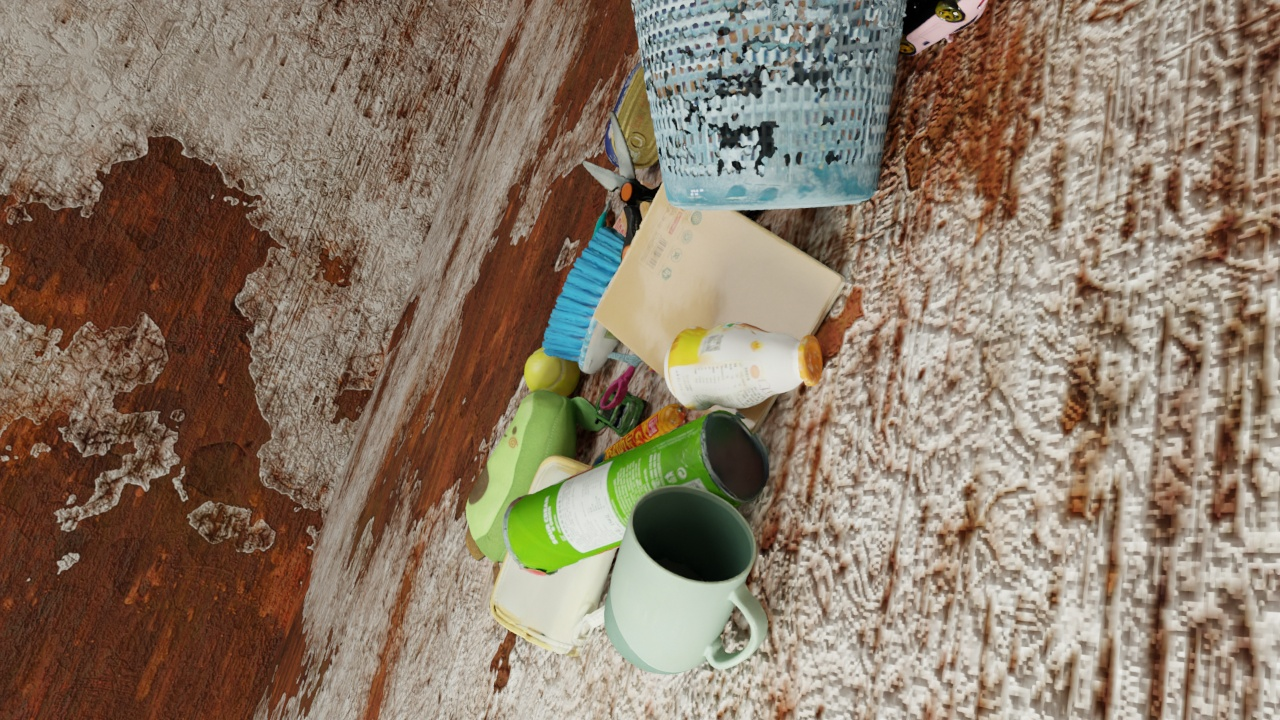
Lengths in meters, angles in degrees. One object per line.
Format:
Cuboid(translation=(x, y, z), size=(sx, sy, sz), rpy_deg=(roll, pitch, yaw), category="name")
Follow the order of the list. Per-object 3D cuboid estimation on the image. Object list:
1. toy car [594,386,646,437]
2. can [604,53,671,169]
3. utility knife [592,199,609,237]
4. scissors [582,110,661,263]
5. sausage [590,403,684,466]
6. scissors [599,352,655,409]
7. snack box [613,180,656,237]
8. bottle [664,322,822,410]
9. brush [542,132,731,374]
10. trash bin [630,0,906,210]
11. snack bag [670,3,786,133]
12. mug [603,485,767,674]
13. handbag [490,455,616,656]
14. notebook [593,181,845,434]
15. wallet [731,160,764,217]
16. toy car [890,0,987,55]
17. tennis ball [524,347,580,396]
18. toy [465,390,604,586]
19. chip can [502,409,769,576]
Cuboid(translation=(-0.024, 0.049, 0.907), size=(0.043, 0.036, 0.091), rpy_deg=(-69, 18, 0), category="toy car")
Cuboid(translation=(0.007, -0.303, 1.116), size=(0.148, 0.074, 0.049), rpy_deg=(-68, 19, 1), category="can")
Cuboid(translation=(-0.051, -0.166, 1.161), size=(0.029, 0.013, 0.209), rpy_deg=(-59, 12, 27), category="utility knife")
Cuboid(translation=(0.005, -0.159, 0.933), size=(0.223, 0.021, 0.221), rpy_deg=(-6, 83, 51), category="scissors")
Cuboid(translation=(-0.005, 0.076, 0.852), size=(0.166, 0.021, 0.021), rpy_deg=(-41, 34, 49), category="sausage")
Cuboid(translation=(-0.006, 0.006, 0.887), size=(0.128, 0.017, 0.133), rpy_deg=(-46, 24, -18), category="scissors")
Cuboid(translation=(-0.023, -0.127, 1.081), size=(0.158, 0.026, 0.084), rpy_deg=(-57, 24, 27), category="snack box")
Cuboid(translation=(0.073, 0.004, 0.655), size=(0.109, 0.063, 0.063), rpy_deg=(-4, 61, 33), category="bottle")
Cuboid(translation=(-0.004, -0.124, 0.988), size=(0.109, 0.060, 0.315), rpy_deg=(35, 105, 38), category="brush")
Cuboid(translation=(0.090, -0.206, 0.642), size=(0.226, 0.226, 0.195), rpy_deg=(-150, 55, -68), category="trash bin")
Cuboid(translation=(0.094, -0.310, 0.972), size=(0.192, 0.039, 0.110), rpy_deg=(-37, 32, 50), category="snack bag")
Cuboid(translation=(0.032, 0.156, 0.604), size=(0.112, 0.082, 0.107), rpy_deg=(36, 130, 27), category="mug")
Cuboid(translation=(-0.047, 0.180, 0.820), size=(0.179, 0.063, 0.163), rpy_deg=(10, 78, 53), category="handbag")
Cuboid(translation=(0.052, -0.048, 0.735), size=(0.207, 0.008, 0.148), rpy_deg=(41, 109, 40), category="notebook")
Cuboid(translation=(0.087, -0.155, 0.865), size=(0.123, 0.020, 0.096), rpy_deg=(-44, 32, 49), category="wallet")
Cuboid(translation=(0.213, -0.251, 0.638), size=(0.122, 0.037, 0.056), rpy_deg=(-168, 98, -81), category="toy car")
Cuboid(translation=(-0.104, 0.015, 1.083), size=(0.066, 0.065, 0.065), rpy_deg=(-50, 28, 38), category="tennis ball")
Cuboid(translation=(-0.132, 0.139, 0.999), size=(0.247, 0.090, 0.227), rpy_deg=(-66, 24, 9), category="toy")
Cuboid(translation=(-0.011, 0.107, 0.707), size=(0.237, 0.072, 0.072), rpy_deg=(-29, 42, 41), category="chip can")
